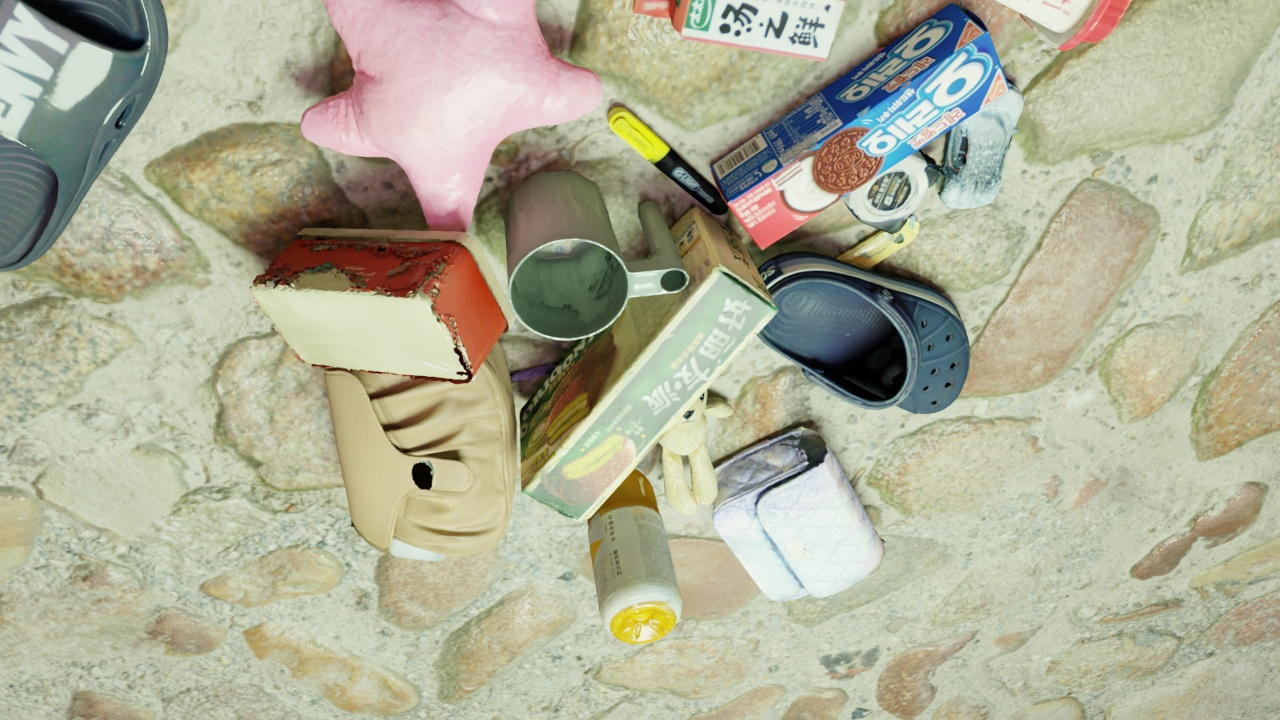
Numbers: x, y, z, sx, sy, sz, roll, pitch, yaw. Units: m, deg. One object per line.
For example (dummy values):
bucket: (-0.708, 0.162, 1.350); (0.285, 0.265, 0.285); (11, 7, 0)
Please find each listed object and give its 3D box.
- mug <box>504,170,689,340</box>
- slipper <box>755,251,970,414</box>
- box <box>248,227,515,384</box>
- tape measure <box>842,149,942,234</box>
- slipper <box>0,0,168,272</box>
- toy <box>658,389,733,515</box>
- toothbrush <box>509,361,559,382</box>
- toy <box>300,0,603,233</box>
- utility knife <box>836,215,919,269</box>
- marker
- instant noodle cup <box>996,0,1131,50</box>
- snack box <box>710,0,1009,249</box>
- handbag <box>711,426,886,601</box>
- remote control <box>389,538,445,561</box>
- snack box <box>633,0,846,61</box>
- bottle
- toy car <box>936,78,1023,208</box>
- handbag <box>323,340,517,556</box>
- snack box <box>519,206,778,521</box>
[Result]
mug: (-0.036, -0.080, 0.660); (0.124, 0.103, 0.084); (-6, 130, -7)
slipper: (0.195, -0.014, 0.759); (0.252, 0.095, 0.105); (22, 124, -32)
box: (-0.184, -0.035, 0.634); (0.169, 0.079, 0.091); (5, 137, 28)
tape measure: (0.186, -0.137, 0.702); (0.066, 0.033, 0.066); (18, 122, -26)
slipper: (-0.378, -0.141, 0.558); (0.110, 0.083, 0.269); (26, 121, -31)
toy: (0.039, 0.071, 0.823); (0.105, 0.066, 0.157); (-14, 124, -6)
toothbrush: (-0.029, -0.002, 0.785); (0.189, 0.014, 0.017); (-13, 143, 0)
toy: (-0.124, -0.188, 0.576); (0.195, 0.074, 0.178); (-41, 115, 17)
utility knife: (0.163, -0.075, 0.764); (0.152, 0.018, 0.031); (-35, 133, 12)
marker: (0.023, -0.144, 0.676); (0.018, 0.015, 0.124); (-39, 127, 24)
instant noodle cup: (0.238, -0.269, 0.560); (0.124, 0.116, 0.117); (15, 126, -8)
snack box: (0.153, -0.166, 0.656); (0.208, 0.057, 0.058); (-32, 131, 15)
handbag: (0.156, 0.163, 0.916); (0.134, 0.075, 0.194); (-28, 130, 11)
remote control: (-0.196, 0.139, 0.863); (0.056, 0.020, 0.136); (12, 126, -19)
snack box: (0.070, -0.256, 0.573); (0.127, 0.044, 0.113); (4, 128, -14)
bottle: (-0.012, 0.152, 0.799); (0.068, 0.189, 0.068); (-6, 129, -7)
toy car: (0.258, -0.163, 0.697); (0.049, 0.031, 0.106); (-7, 129, -6)
handbag: (-0.175, 0.070, 0.747); (0.148, 0.099, 0.205); (-2, 118, -2)
snack box: (-0.004, 0.004, 0.714); (0.063, 0.114, 0.240); (31, 113, -24)
